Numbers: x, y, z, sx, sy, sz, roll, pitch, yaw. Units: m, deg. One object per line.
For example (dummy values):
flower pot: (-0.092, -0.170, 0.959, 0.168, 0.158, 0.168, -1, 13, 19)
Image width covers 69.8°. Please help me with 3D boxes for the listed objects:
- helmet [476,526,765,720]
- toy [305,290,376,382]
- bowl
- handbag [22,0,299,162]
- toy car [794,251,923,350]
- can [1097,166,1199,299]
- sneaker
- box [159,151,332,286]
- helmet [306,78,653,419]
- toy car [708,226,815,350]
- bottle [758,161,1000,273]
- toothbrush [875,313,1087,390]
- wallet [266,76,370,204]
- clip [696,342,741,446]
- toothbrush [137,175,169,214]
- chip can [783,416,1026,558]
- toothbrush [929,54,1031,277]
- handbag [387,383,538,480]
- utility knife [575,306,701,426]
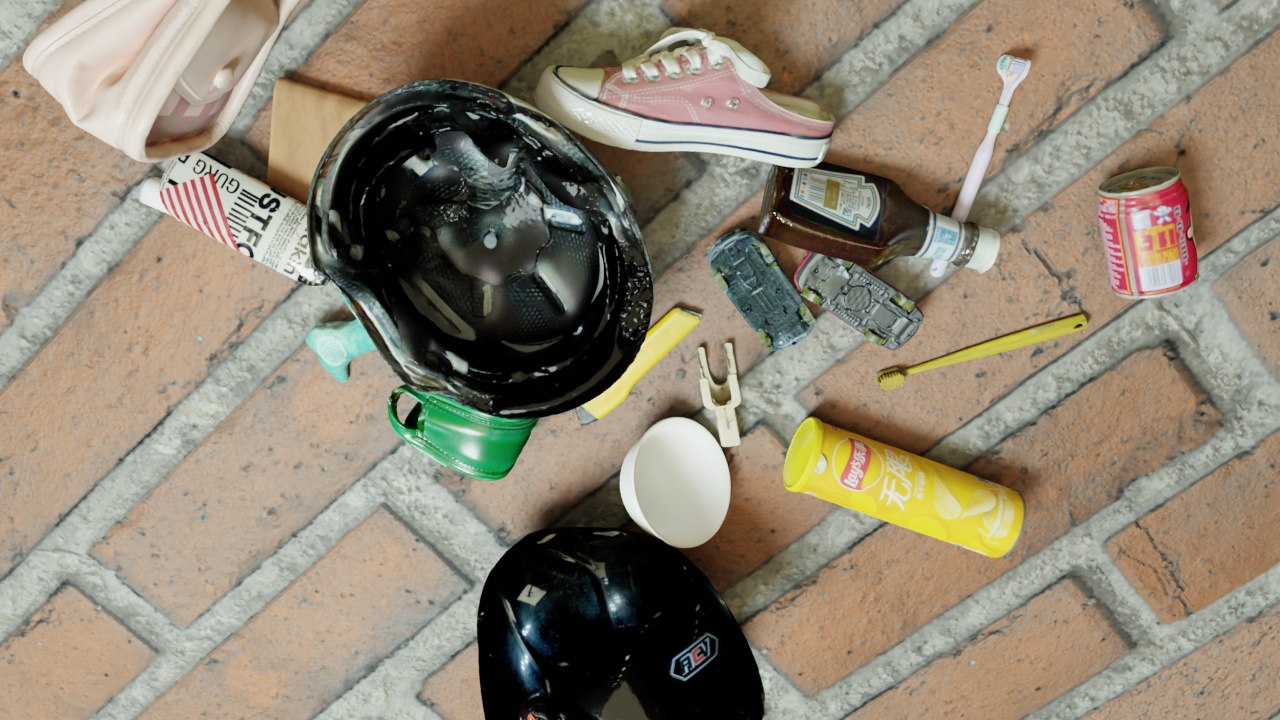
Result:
helmet: (-0.025, 0.265, 0.824, 0.275, 0.232, 0.230, -8, 98, 47)
toy: (-0.260, -0.028, 0.833, 0.092, 0.030, 0.096, -21, 129, 6)
bowl: (0.020, 0.116, 0.856, 0.065, 0.118, 0.118, -17, 116, 50)
handbag: (-0.307, -0.256, 0.675, 0.234, 0.193, 0.093, -42, 107, 6)
toy car: (0.188, -0.056, 0.800, 0.120, 0.045, 0.053, 32, 106, -15)
can: (0.420, -0.106, 0.762, 0.066, 0.066, 0.094, -18, 109, 9)
sneaker: (0.041, -0.213, 0.714, 0.241, 0.118, 0.088, 7, 126, -9)
box: (-0.324, -0.119, 0.773, 0.164, 0.052, 0.069, 25, 105, -8)
helmet: (-0.123, -0.097, 0.738, 0.230, 0.156, 0.274, -42, 113, 10)
toy car: (0.107, -0.062, 0.808, 0.054, 0.036, 0.120, -33, 116, 13)
bottle: (0.199, -0.115, 0.762, 0.195, 0.079, 0.044, 14, 154, -2)
toothbrush: (0.308, -0.007, 0.831, 0.190, 0.016, 0.016, -17, 112, 8)
wallet: (-0.267, -0.173, 0.787, 0.101, 0.020, 0.115, 15, 114, -5)
clip: (0.074, 0.038, 0.832, 0.035, 0.095, 0.102, -8, 100, 5)
toothbrush: (-0.329, -0.105, 0.810, 0.221, 0.026, 0.026, 24, 150, -7)
chip can: (0.244, 0.119, 0.854, 0.213, 0.072, 0.072, 19, 110, -7)
toothbrush: (0.281, -0.158, 0.772, 0.021, 0.029, 0.189, -4, 118, -37)
handbag: (-0.151, 0.043, 0.807, 0.120, 0.131, 0.068, 22, 106, -3)
utility knife: (-0.005, 0.005, 0.847, 0.156, 0.015, 0.033, -42, 110, 15)
